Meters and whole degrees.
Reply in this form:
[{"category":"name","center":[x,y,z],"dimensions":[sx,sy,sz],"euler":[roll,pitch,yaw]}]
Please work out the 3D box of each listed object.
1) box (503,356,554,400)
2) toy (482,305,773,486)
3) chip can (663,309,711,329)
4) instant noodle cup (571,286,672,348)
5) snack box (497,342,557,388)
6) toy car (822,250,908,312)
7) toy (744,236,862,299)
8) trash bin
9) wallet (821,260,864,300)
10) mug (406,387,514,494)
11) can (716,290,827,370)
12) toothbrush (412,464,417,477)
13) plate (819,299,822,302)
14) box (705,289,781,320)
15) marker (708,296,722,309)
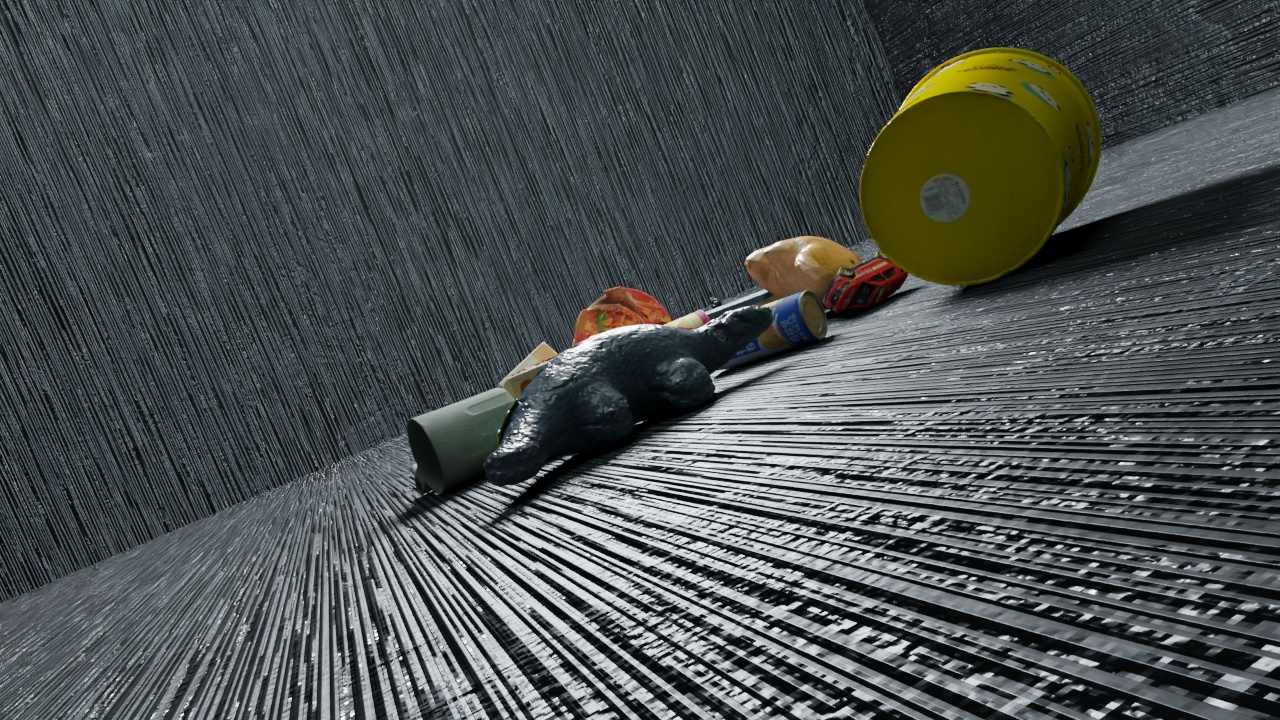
[{"category":"box","center":[-0.063,0.025,1.036],"dimensions":[0.168,0.091,0.077],"euler":[-22,7,-2]},{"category":"toy","center":[-0.020,0.023,0.836],"dimensions":[0.355,0.091,0.138],"euler":[-27,18,-36]},{"category":"chip can","center":[-0.007,0.007,1.133],"dimensions":[0.210,0.071,0.071],"euler":[-23,4,-15]},{"category":"instant noodle cup","center":[-0.031,-0.017,1.248],"dimensions":[0.137,0.138,0.109],"euler":[-23,-5,-18]},{"category":"snack box","center":[-0.152,0.045,1.158],"dimensions":[0.084,0.026,0.158],"euler":[-45,-9,-30]},{"category":"toy car","center":[0.265,-0.090,1.073],"dimensions":[0.120,0.045,0.053],"euler":[-23,-34,-30]},{"category":"toy","center":[0.220,-0.116,1.157],"dimensions":[0.143,0.082,0.226],"euler":[4,1,-8]},{"category":"trash bin","center":[0.348,-0.197,0.952],"dimensions":[0.230,0.229,0.254],"euler":[-20,10,32]},{"category":"wallet","center":[0.274,-0.122,1.306],"dimensions":[0.106,0.037,0.130],"euler":[-23,27,-21]},{"category":"mug","center":[-0.187,0.092,0.982],"dimensions":[0.103,0.083,0.124],"euler":[-23,-21,-29]},{"category":"can","center":[0.129,-0.030,0.985],"dimensions":[0.135,0.053,0.053],"euler":[-20,4,37]},{"category":"toothbrush","center":[-0.174,0.098,1.134],"dimensions":[0.224,0.027,0.026],"euler":[-23,0,-9]},{"category":"plate","center":[0.230,-0.092,1.437],"dimensions":[0.192,0.039,0.192],"euler":[-22,4,1]},{"category":"box","center":[0.129,-0.053,1.310],"dimensions":[0.185,0.059,0.089],"euler":[-22,4,25]},{"category":"marker","center":[0.126,-0.066,1.422],"dimensions":[0.018,0.022,0.131],"euler":[-37,-22,-1]}]
